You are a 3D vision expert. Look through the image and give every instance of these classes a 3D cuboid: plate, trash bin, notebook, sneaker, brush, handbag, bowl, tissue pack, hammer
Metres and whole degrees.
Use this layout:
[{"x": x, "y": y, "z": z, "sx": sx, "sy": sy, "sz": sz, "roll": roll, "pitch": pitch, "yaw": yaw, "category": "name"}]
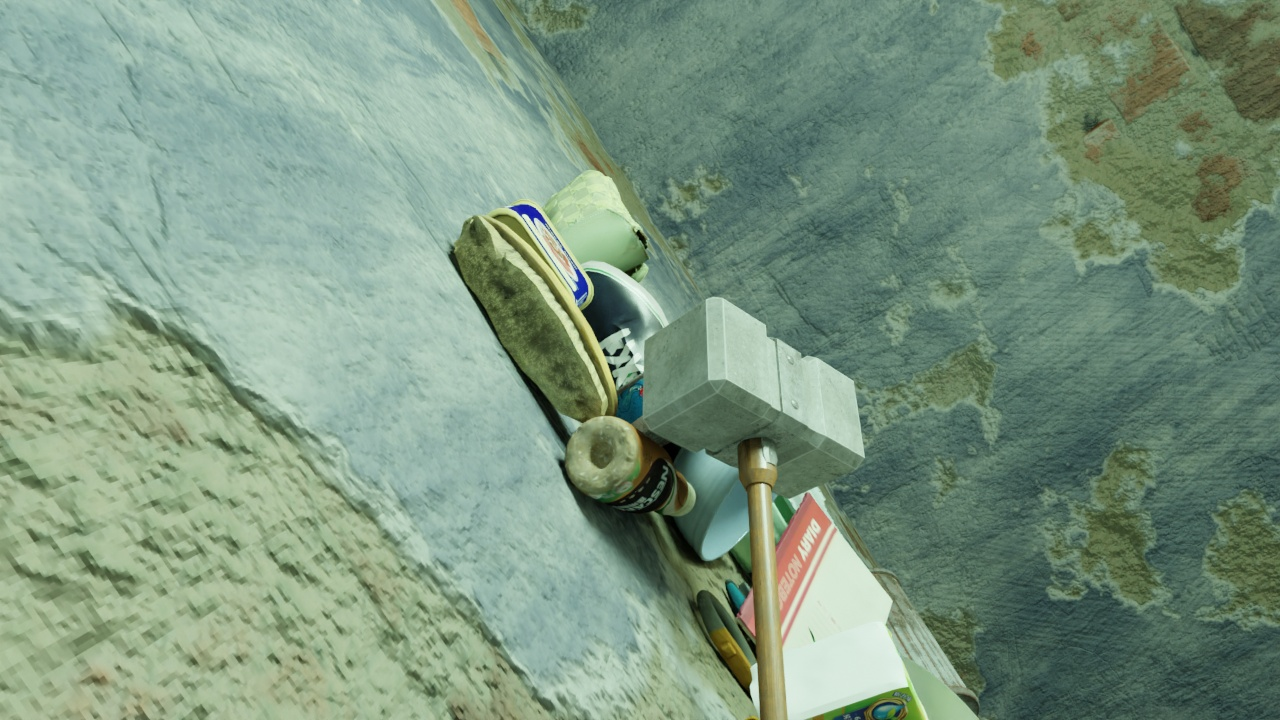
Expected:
[{"x": 0.210, "y": 0.310, "z": 0.719, "sx": 0.188, "sy": 0.016, "sz": 0.189, "roll": 37, "pitch": -39, "yaw": 38, "category": "plate"}, {"x": 0.315, "y": 0.378, "z": 1.137, "sx": 0.131, "sy": 0.131, "sz": 0.211, "roll": 49, "pitch": 11, "yaw": -38, "category": "trash bin"}, {"x": 0.174, "y": 0.240, "z": 0.884, "sx": 0.153, "sy": 0.012, "sz": 0.208, "roll": 52, "pitch": 36, "yaw": -4, "category": "notebook"}, {"x": -0.005, "y": 0.005, "z": 0.917, "sx": 0.235, "sy": 0.084, "sz": 0.079, "roll": 58, "pitch": 23, "yaw": 0, "category": "sneaker"}, {"x": -0.081, "y": -0.032, "z": 0.706, "sx": 0.195, "sy": 0.059, "sz": 0.043, "roll": 56, "pitch": 18, "yaw": 7, "category": "brush"}, {"x": -0.050, "y": -0.130, "z": 1.035, "sx": 0.117, "sy": 0.113, "sz": 0.186, "roll": 59, "pitch": 6, "yaw": -37, "category": "handbag"}, {"x": 0.078, "y": 0.104, "z": 0.855, "sx": 0.075, "sy": 0.150, "sz": 0.150, "roll": 37, "pitch": 0, "yaw": 25, "category": "bowl"}, {"x": 0.136, "y": 0.187, "z": 1.017, "sx": 0.151, "sy": 0.077, "sz": 0.150, "roll": 55, "pitch": 10, "yaw": -15, "category": "bowl"}, {"x": 0.158, "y": 0.279, "z": 0.658, "sx": 0.141, "sy": 0.120, "sz": 0.198, "roll": -82, "pitch": 156, "yaw": -74, "category": "tissue pack"}, {"x": 0.082, "y": 0.126, "z": 0.618, "sx": 0.162, "sy": 0.083, "sz": 0.316, "roll": 28, "pitch": 46, "yaw": -32, "category": "hammer"}]

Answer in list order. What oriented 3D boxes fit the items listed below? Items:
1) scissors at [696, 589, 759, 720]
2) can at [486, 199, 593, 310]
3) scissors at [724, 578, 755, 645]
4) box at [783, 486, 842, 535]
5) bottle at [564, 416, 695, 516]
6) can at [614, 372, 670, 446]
[{"x": 0.105, "y": 0.289, "z": 0.719, "sx": 0.225, "sy": 0.016, "sz": 0.216, "roll": 58, "pitch": 9, "yaw": -7, "category": "scissors"}, {"x": -0.096, "y": -0.082, "z": 0.804, "sx": 0.116, "sy": 0.057, "sz": 0.092, "roll": 56, "pitch": 11, "yaw": -7, "category": "can"}, {"x": 0.116, "y": 0.263, "z": 0.844, "sx": 0.144, "sy": 0.019, "sz": 0.126, "roll": 49, "pitch": 15, "yaw": -11, "category": "scissors"}, {"x": 0.194, "y": 0.167, "z": 1.058, "sx": 0.209, "sy": 0.037, "sz": 0.189, "roll": 60, "pitch": 7, "yaw": 5, "category": "box"}, {"x": 0.001, "y": 0.091, "z": 0.711, "sx": 0.059, "sy": 0.059, "sz": 0.167, "roll": 62, "pitch": 11, "yaw": 28, "category": "bottle"}, {"x": 0.026, "y": 0.036, "z": 0.795, "sx": 0.044, "sy": 0.130, "sz": 0.130, "roll": 59, "pitch": 10, "yaw": 13, "category": "can"}]
